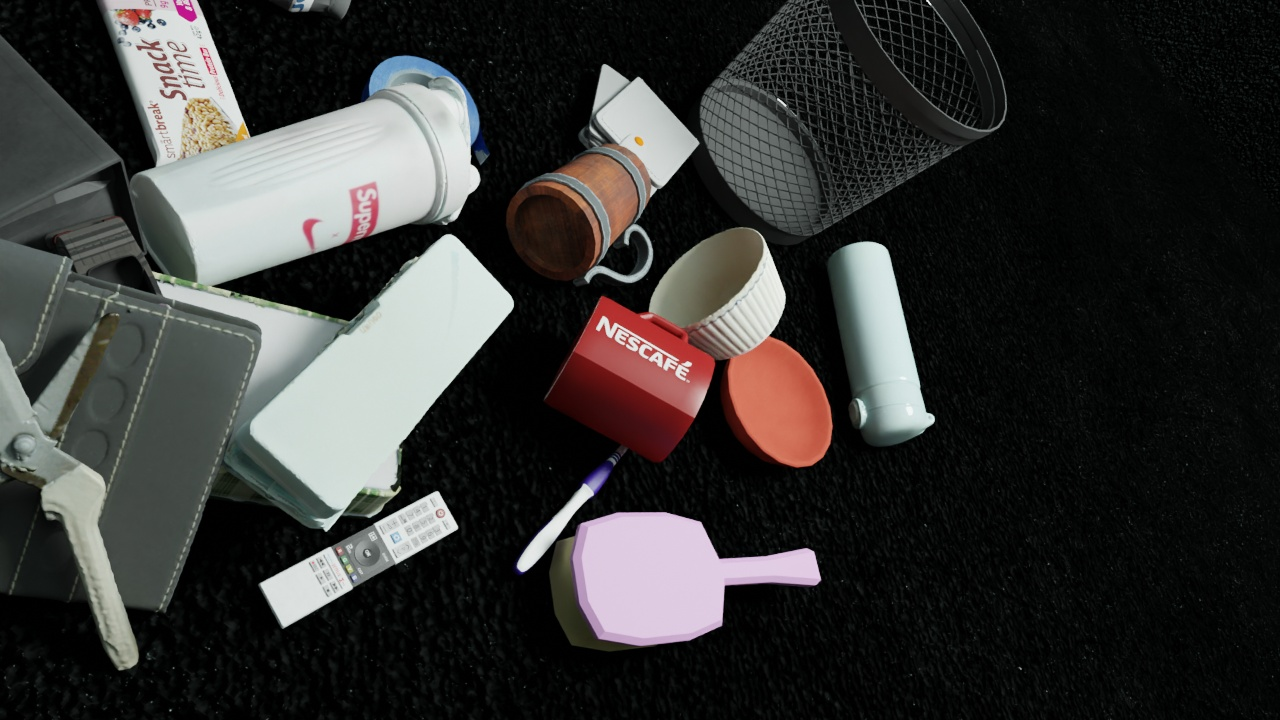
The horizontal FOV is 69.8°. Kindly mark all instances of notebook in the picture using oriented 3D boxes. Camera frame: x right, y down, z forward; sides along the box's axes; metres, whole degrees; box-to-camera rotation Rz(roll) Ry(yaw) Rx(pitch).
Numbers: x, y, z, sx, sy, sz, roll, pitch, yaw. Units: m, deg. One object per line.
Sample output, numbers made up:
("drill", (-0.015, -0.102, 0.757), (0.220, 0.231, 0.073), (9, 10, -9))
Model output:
("notebook", (-0.296, 0.027, 0.406), (0.208, 0.169, 0.029), (17, 13, -34))

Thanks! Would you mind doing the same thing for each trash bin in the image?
("trash bin", (0.188, -0.250, 0.893), (0.217, 0.228, 0.217), (19, 55, -31))

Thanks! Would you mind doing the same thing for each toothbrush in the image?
("toothbrush", (-0.037, 0.091, 0.664), (0.015, 0.016, 0.186), (48, 46, -4))

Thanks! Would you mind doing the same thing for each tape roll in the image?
("tape roll", (-0.170, -0.194, 0.714), (0.092, 0.016, 0.091), (-9, 73, -42))

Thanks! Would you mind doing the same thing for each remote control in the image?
("remote control", (-0.165, 0.116, 0.547), (0.124, 0.012, 0.028), (-26, 84, -45))

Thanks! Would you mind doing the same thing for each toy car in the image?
("toy car", (-0.253, -0.023, 0.449), (0.040, 0.037, 0.092), (-38, 124, -47))

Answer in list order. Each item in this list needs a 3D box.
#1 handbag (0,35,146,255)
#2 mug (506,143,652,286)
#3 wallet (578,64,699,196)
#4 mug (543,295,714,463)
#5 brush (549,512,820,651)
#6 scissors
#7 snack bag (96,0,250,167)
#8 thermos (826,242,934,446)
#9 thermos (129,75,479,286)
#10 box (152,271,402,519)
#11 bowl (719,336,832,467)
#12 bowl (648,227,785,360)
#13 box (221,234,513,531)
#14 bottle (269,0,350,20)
("handbag", (-0.379, -0.084, 0.425), (0.176, 0.072, 0.195), (43, 55, 12))
("mug", (-0.037, -0.109, 0.742), (0.110, 0.082, 0.117), (-49, 118, -48))
("wallet", (-0.010, -0.216, 0.846), (0.115, 0.038, 0.118), (45, 42, -10))
("mug", (-0.004, 0.004, 0.684), (0.096, 0.081, 0.116), (29, 43, -6))
("brush", (0.039, 0.159, 0.669), (0.228, 0.043, 0.089), (7, 62, -37))
("scissors", (-0.275, 0.076, 0.408), (0.198, 0.015, 0.179), (-43, 128, -12))
("snack bag", (-0.310, -0.201, 0.603), (0.070, 0.016, 0.196), (-14, 76, -42))
("thermos", (0.234, -0.016, 0.915), (0.078, 0.065, 0.206), (2, 63, -13))
("thermos", (-0.204, -0.114, 0.596), (0.219, 0.100, 0.099), (-32, 88, -40))
("box", (-0.235, 0.019, 0.519), (0.205, 0.050, 0.117), (14, 55, -34))
("bowl", (0.112, 0.040, 0.803), (0.122, 0.035, 0.121), (20, 55, -31))
("bowl", (0.071, -0.050, 0.774), (0.062, 0.116, 0.115), (47, 44, -29))
("box", (-0.146, 0.005, 0.533), (0.083, 0.067, 0.198), (28, 45, 2))
("bottle", (-0.266, -0.286, 0.666), (0.112, 0.047, 0.046), (25, 53, -27))
